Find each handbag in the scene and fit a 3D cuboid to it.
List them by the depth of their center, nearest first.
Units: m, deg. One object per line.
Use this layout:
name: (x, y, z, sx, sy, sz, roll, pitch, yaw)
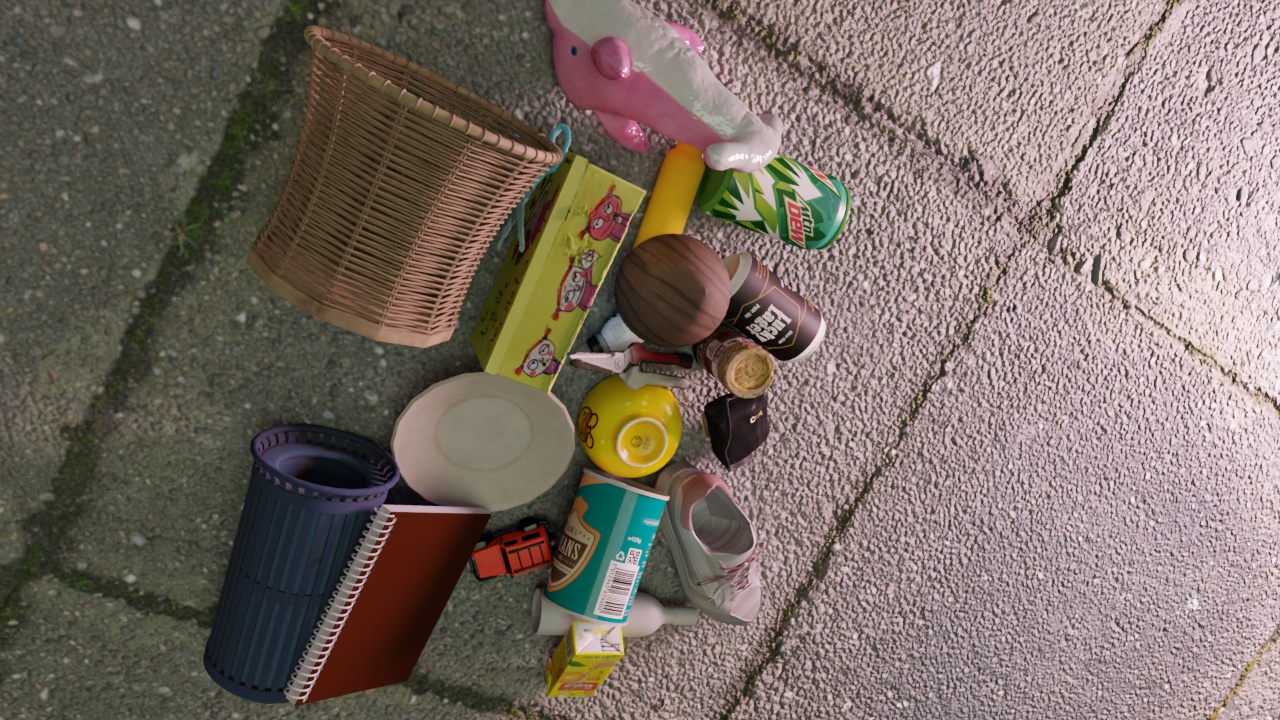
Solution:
handbag: (0.114, 0.072, 1.028, 0.079, 0.054, 0.129, -32, 146, -11)

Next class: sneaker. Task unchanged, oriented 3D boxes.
sneaker: (0.097, 0.225, 1.058, 0.099, 0.089, 0.236, -36, 114, -21)

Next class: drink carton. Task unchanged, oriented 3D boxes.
drink carton: (-0.066, 0.345, 1.051, 0.058, 0.042, 0.135, 6, 140, -18)

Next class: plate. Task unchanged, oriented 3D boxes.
plate: (-0.165, 0.083, 0.964, 0.188, 0.027, 0.189, -6, 125, -8)

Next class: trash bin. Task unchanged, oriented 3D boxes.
trash bin: (-0.341, 0.206, 0.911, 0.139, 0.139, 0.250, 15, 104, -20)

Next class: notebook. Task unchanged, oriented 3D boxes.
notebook: (-0.250, 0.242, 0.926, 0.209, 0.022, 0.171, -63, 152, 4)

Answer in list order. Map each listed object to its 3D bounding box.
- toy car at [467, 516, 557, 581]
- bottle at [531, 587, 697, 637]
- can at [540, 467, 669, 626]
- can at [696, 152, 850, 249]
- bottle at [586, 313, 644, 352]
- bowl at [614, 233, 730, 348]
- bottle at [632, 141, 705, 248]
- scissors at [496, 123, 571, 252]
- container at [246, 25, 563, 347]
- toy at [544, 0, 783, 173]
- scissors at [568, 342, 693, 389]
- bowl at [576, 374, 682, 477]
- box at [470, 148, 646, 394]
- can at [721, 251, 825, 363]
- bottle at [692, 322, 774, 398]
toy car: (-0.143, 0.212, 1.017, 0.100, 0.049, 0.051, -16, 111, -10)
bottle: (-0.027, 0.297, 1.075, 0.195, 0.052, 0.052, 7, 105, -18)
can: (-0.038, 0.200, 0.997, 0.099, 0.099, 0.144, 20, 86, -21)
can: (0.138, -0.171, 0.953, 0.144, 0.083, 0.083, 16, 102, -20)
bottle: (-0.003, -0.039, 0.980, 0.116, 0.041, 0.041, -29, 113, -5)
bowl: (0.032, -0.067, 0.929, 0.119, 0.032, 0.119, 0, 105, 2)
bottle: (0.033, -0.167, 0.947, 0.043, 0.043, 0.144, 16, 102, -20)
scissors: (-0.118, -0.172, 0.878, 0.015, 0.118, 0.139, 20, 106, -49)
container: (-0.212, -0.144, 0.797, 0.226, 0.226, 0.196, 22, 107, -21)
toy: (0.007, -0.249, 0.869, 0.265, 0.186, 0.128, 38, 129, 7)
scissors: (-0.004, 0.000, 0.953, 0.189, 0.015, 0.139, 50, 55, -40)
bowl: (-0.006, 0.077, 1.002, 0.117, 0.067, 0.117, -5, 108, -14)
box: (-0.087, -0.089, 0.897, 0.079, 0.124, 0.221, 24, 101, -21)
can: (0.134, -0.057, 0.996, 0.128, 0.072, 0.072, 35, 95, -23)
bottle: (0.098, -0.001, 0.985, 0.056, 0.105, 0.056, -5, 108, -15)
